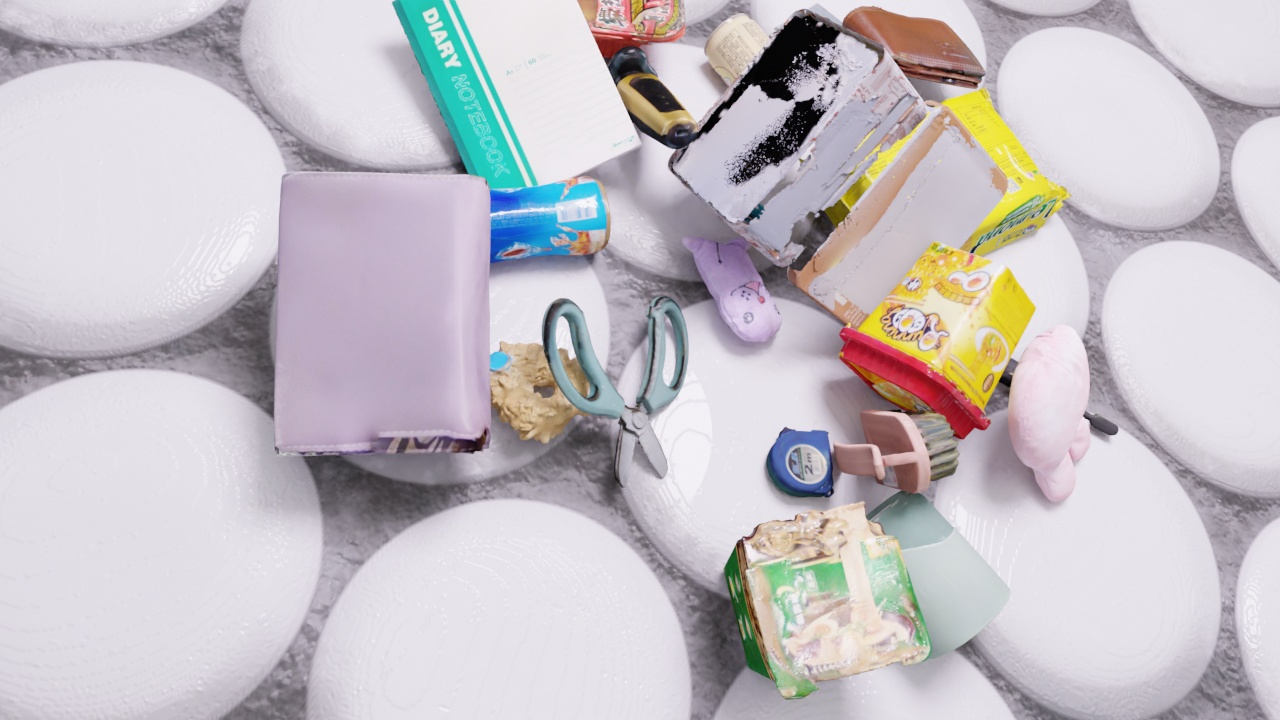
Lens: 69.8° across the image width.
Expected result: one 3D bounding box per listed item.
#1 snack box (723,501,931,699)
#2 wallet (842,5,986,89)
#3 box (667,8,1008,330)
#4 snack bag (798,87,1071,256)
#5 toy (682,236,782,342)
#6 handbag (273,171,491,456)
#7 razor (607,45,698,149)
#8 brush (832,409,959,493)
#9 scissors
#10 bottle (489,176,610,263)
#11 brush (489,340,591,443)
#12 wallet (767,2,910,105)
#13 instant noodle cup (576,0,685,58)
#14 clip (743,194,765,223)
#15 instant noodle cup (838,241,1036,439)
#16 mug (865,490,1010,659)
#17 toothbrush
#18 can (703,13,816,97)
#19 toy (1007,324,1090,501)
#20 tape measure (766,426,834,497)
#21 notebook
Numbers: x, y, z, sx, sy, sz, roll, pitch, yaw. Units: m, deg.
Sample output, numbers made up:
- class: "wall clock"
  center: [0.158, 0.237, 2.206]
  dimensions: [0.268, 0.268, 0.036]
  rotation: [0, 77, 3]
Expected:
- class: "snack box"
  center: [0.121, 0.176, 0.665]
  dimensions: [0.118, 0.106, 0.117]
  rotation: [-8, 71, -15]
- class: "wallet"
  center: [0.273, -0.312, 0.916]
  dimensions: [0.124, 0.032, 0.101]
  rotation: [0, 46, -24]
- class: "box"
  center: [0.163, -0.157, 0.777]
  dimensions: [0.197, 0.181, 0.157]
  rotation: [29, 14, -39]
- class: "snack bag"
  center: [0.286, -0.169, 0.877]
  dimensions: [0.246, 0.068, 0.158]
  rotation: [-25, 75, -23]
- class: "toy"
  center: [0.087, -0.063, 0.800]
  dimensions: [0.083, 0.039, 0.108]
  rotation: [-10, 66, -41]
- class: "handbag"
  center: [-0.178, -0.031, 0.658]
  dimensions: [0.145, 0.098, 0.197]
  rotation: [0, 87, 4]
- class: "razor"
  center: [0.008, -0.229, 0.807]
  dimensions: [0.062, 0.068, 0.167]
  rotation: [-11, 35, -14]
- class: "brush"
  center: [0.193, 0.070, 0.704]
  dimensions: [0.073, 0.145, 0.063]
  rotation: [-12, 88, 1]
- class: "scissors"
  center: [-0.005, 0.005, 0.730]
  dimensions: [0.180, 0.019, 0.170]
  rotation: [-48, 115, -42]
- class: "bottle"
  center: [-0.136, -0.109, 0.754]
  dimensions: [0.218, 0.065, 0.065]
  rotation: [-9, 69, -16]
- class: "brush"
  center: [-0.149, -0.018, 0.724]
  dimensions: [0.255, 0.046, 0.083]
  rotation: [31, 64, 7]
- class: "wallet"
  center: [0.197, -0.299, 0.932]
  dimensions: [0.129, 0.037, 0.106]
  rotation: [44, 53, 8]
- class: "instant noodle cup"
  center: [-0.057, -0.360, 0.873]
  dimensions: [0.188, 0.079, 0.164]
  rotation: [3, 67, -12]
- class: "clip"
  center: [0.095, -0.142, 0.846]
  dimensions: [0.057, 0.045, 0.014]
  rotation: [32, 61, -1]
- class: "instant noodle cup"
  center: [0.246, -0.020, 0.746]
  dimensions: [0.116, 0.116, 0.123]
  rotation: [36, 89, -41]
- class: "mug"
  center: [0.204, 0.170, 0.707]
  dimensions: [0.112, 0.082, 0.106]
  rotation: [-42, 80, 7]
- class: "toothbrush"
  center: [0.339, 0.013, 0.833]
  dimensions: [0.212, 0.027, 0.026]
  rotation: [29, 107, -1]
- class: "can"
  center: [0.117, -0.274, 0.888]
  dimensions: [0.058, 0.059, 0.116]
  rotation: [-30, 76, -23]
- class: "toy"
  center: [0.346, 0.047, 0.769]
  dimensions: [0.054, 0.159, 0.121]
  rotation: [9, 51, 41]
- class: "tape measure"
  center: [0.131, 0.084, 0.752]
  dimensions: [0.054, 0.025, 0.058]
  rotation: [3, 62, -10]
- class: "notebook"
  center: [-0.108, -0.249, 0.798]
  dimensions: [0.150, 0.012, 0.209]
  rotation: [-25, 87, 1]
